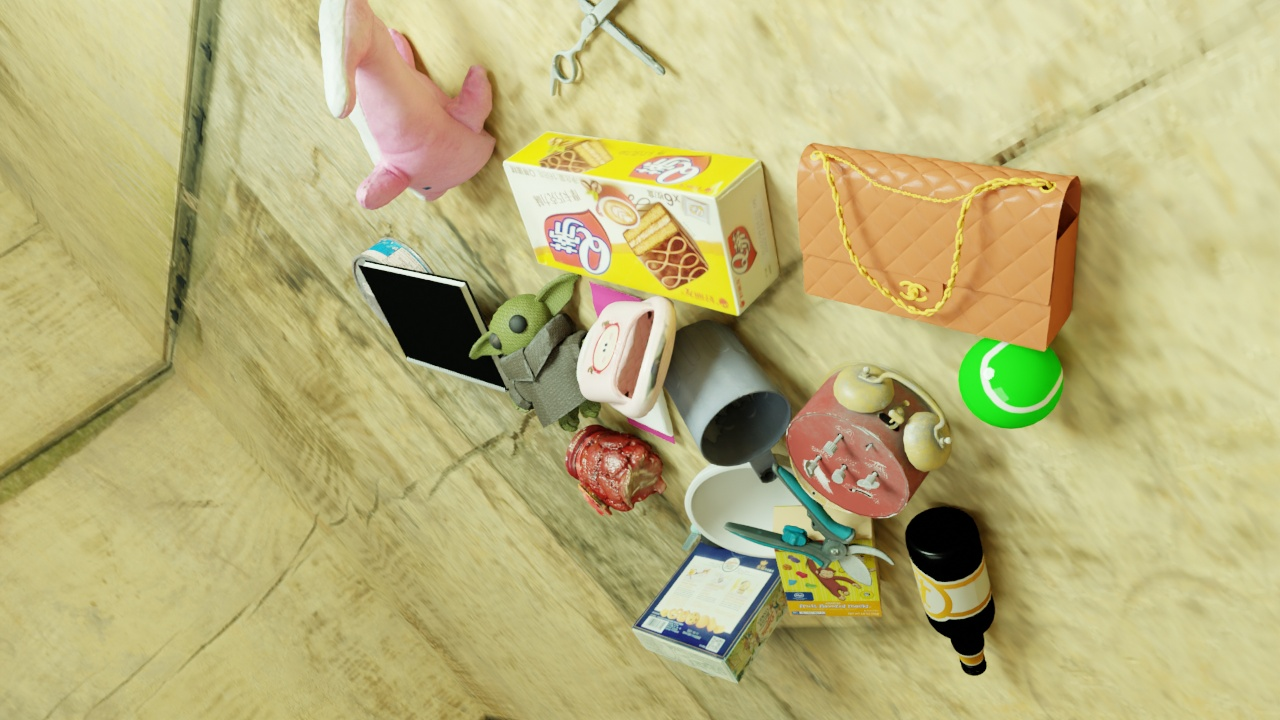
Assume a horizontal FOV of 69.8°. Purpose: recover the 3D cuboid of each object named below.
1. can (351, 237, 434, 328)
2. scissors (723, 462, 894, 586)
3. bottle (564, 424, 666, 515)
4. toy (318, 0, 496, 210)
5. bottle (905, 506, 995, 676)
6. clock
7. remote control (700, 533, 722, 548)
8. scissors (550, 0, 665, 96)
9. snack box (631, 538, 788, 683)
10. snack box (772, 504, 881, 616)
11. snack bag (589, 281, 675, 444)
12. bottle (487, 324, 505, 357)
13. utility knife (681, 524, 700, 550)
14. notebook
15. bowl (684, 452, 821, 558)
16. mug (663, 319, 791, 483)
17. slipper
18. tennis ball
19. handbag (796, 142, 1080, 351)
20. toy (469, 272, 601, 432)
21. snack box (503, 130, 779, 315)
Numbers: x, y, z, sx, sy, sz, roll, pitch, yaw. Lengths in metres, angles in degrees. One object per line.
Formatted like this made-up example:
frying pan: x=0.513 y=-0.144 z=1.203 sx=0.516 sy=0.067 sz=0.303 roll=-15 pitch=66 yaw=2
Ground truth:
can: x=-0.308 y=-0.091 z=1.174 sx=0.130 sy=0.044 sz=0.130 roll=31 pitch=145 yaw=24
scissors: x=0.147 y=0.145 z=0.804 sx=0.155 sy=0.019 sz=0.125 roll=2 pitch=117 yaw=12
bottle: x=-0.029 y=0.131 z=1.048 sx=0.111 sy=0.098 sz=0.099 roll=24 pitch=142 yaw=40
toy: x=-0.198 y=-0.229 z=0.822 sx=0.128 sy=0.186 sz=0.266 roll=-3 pitch=160 yaw=6
bottle: x=0.279 y=0.212 z=0.806 sx=0.059 sy=0.059 sz=0.182 roll=11 pitch=134 yaw=44
clock: x=0.182 y=0.064 z=0.731 sx=0.117 sy=0.081 sz=0.159 roll=41 pitch=148 yaw=8
remote control: x=0.097 y=0.169 z=1.004 sx=0.033 sy=0.015 sz=0.147 roll=15 pitch=145 yaw=-1
scissors: x=-0.042 y=-0.256 z=0.702 sx=0.141 sy=0.014 sz=0.175 roll=53 pitch=150 yaw=-5
snack box: x=0.086 y=0.273 z=1.021 sx=0.145 sy=0.144 sz=0.042 roll=2 pitch=129 yaw=49
snack box: x=0.180 y=0.192 z=0.875 sx=0.088 sy=0.040 sz=0.126 roll=-4 pitch=133 yaw=16
snack bag: x=-0.006 y=0.006 z=0.951 sx=0.070 sy=0.016 sz=0.197 roll=23 pitch=141 yaw=37
bottle: x=-0.130 y=-0.003 z=1.063 sx=0.136 sy=0.044 sz=0.044 roll=24 pitch=143 yaw=32
utility knife: x=0.071 y=0.191 z=1.074 sx=0.022 sy=0.015 sz=0.166 roll=11 pitch=147 yaw=-6
notebook: x=-0.246 y=-0.042 z=1.096 sx=0.207 sy=0.016 sz=0.149 roll=14 pitch=135 yaw=41
bowl: x=0.120 y=0.133 z=0.894 sx=0.149 sy=0.043 sz=0.150 roll=8 pitch=135 yaw=8
mug: x=0.076 y=0.038 z=0.802 sx=0.124 sy=0.084 sz=0.104 roll=56 pitch=-178 yaw=-45
slipper: x=-0.019 y=-0.008 z=0.818 sx=0.055 sy=0.106 sz=0.222 roll=18 pitch=176 yaw=-17
tennis ball: x=0.247 y=0.013 z=0.612 sx=0.065 sy=0.065 sz=0.065 roll=31 pitch=145 yaw=24
handbag: x=0.184 y=-0.078 z=0.594 sx=0.172 sy=0.060 sz=0.109 roll=19 pitch=135 yaw=37
toy: x=-0.099 y=0.001 z=0.972 sx=0.180 sy=0.078 sz=0.153 roll=-34 pitch=93 yaw=34
snack box: x=-0.002 y=-0.118 z=0.763 sx=0.230 sy=0.061 sz=0.110 roll=18 pitch=139 yaw=37
